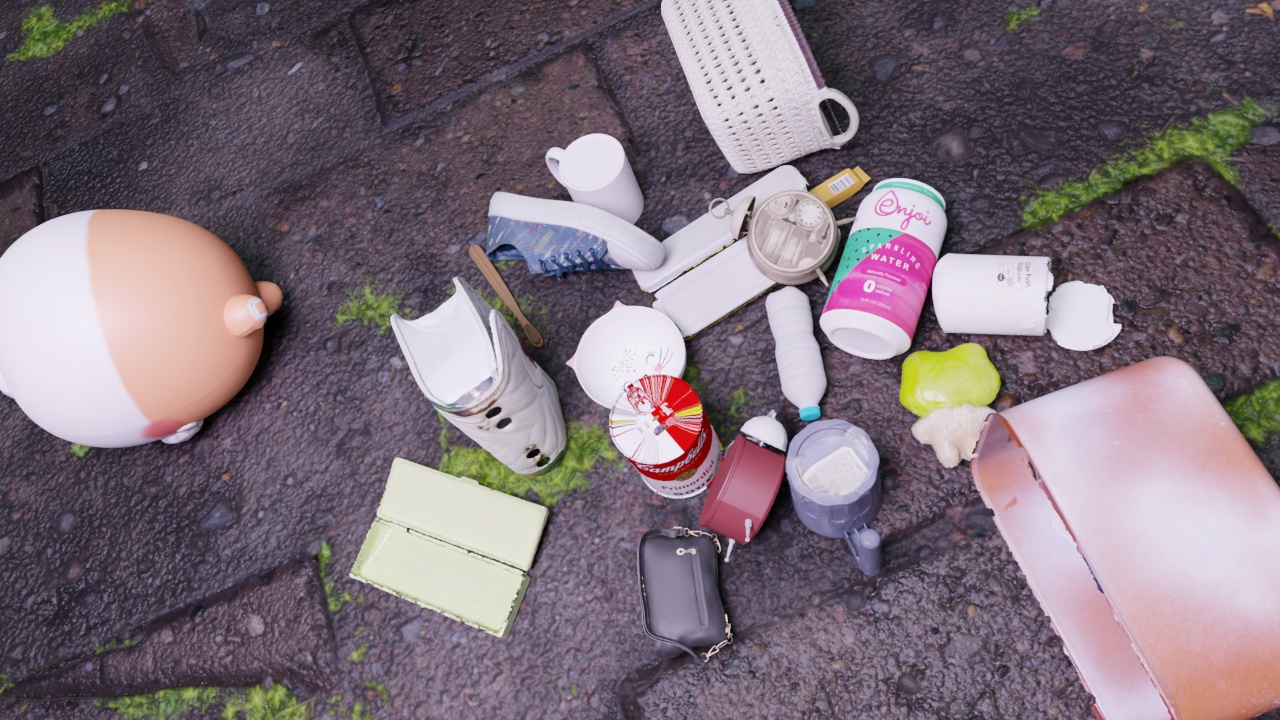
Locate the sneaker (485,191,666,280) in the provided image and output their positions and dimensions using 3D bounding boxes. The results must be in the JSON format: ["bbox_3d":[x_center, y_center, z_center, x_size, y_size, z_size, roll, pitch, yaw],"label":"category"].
[{"bbox_3d":[-0.083,-0.126,1.004,0.236,0.087,0.079,18,84,31],"label":"sneaker"}]

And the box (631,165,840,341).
[{"bbox_3d":[0.097,-0.118,0.972,0.210,0.045,0.128,-32,60,8],"label":"box"}]

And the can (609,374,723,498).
[{"bbox_3d":[0.027,0.074,0.871,0.087,0.116,0.086,-6,65,13],"label":"can"}]

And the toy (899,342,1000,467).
[{"bbox_3d":[0.291,0.042,0.856,0.092,0.043,0.117,-9,68,9],"label":"toy"}]

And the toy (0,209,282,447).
[{"bbox_3d":[-0.544,-0.035,1.002,0.280,0.263,0.266,-13,105,-10],"label":"toy"}]

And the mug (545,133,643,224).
[{"bbox_3d":[-0.057,-0.203,1.031,0.110,0.090,0.073,26,76,24],"label":"mug"}]

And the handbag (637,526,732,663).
[{"bbox_3d":[0.041,0.213,0.843,0.079,0.054,0.128,-11,61,4],"label":"handbag"}]

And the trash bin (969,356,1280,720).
[{"bbox_3d":[0.393,0.147,0.706,0.157,0.181,0.259,-21,62,3],"label":"trash bin"}]

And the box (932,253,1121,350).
[{"bbox_3d":[0.364,-0.060,0.863,0.166,0.094,0.084,4,64,26],"label":"box"}]

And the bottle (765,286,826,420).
[{"bbox_3d":[0.156,-0.006,0.912,0.044,0.044,0.136,-12,64,10],"label":"bottle"}]

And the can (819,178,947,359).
[{"bbox_3d":[0.241,-0.089,0.901,0.088,0.088,0.165,16,72,21],"label":"can"}]

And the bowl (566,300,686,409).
[{"bbox_3d":[-0.006,0.006,0.947,0.115,0.050,0.114,-6,65,13],"label":"bowl"}]

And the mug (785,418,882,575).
[{"bbox_3d":[0.181,0.123,0.815,0.084,0.104,0.123,-23,62,3],"label":"mug"}]

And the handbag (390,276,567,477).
[{"bbox_3d":[-0.145,0.023,0.896,0.096,0.198,0.142,-31,63,-2],"label":"handbag"}]

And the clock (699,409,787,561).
[{"bbox_3d":[0.097,0.109,0.844,0.048,0.096,0.137,25,62,2],"label":"clock"}]

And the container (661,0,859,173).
[{"bbox_3d":[0.124,-0.326,0.992,0.143,0.184,0.251,-24,63,14],"label":"container"}]

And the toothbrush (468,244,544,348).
[{"bbox_3d":[-0.154,-0.075,1.044,0.016,0.016,0.167,-36,62,-1],"label":"toothbrush"}]

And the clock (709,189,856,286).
[{"bbox_3d":[0.134,-0.132,0.915,0.141,0.054,0.093,22,90,10],"label":"clock"}]

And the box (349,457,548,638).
[{"bbox_3d":[-0.193,0.185,0.930,0.187,0.030,0.138,13,77,20],"label":"box"}]

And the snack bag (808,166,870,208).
[{"bbox_3d":[0.199,-0.176,0.989,0.099,0.020,0.026,-32,62,1],"label":"snack bag"}]
